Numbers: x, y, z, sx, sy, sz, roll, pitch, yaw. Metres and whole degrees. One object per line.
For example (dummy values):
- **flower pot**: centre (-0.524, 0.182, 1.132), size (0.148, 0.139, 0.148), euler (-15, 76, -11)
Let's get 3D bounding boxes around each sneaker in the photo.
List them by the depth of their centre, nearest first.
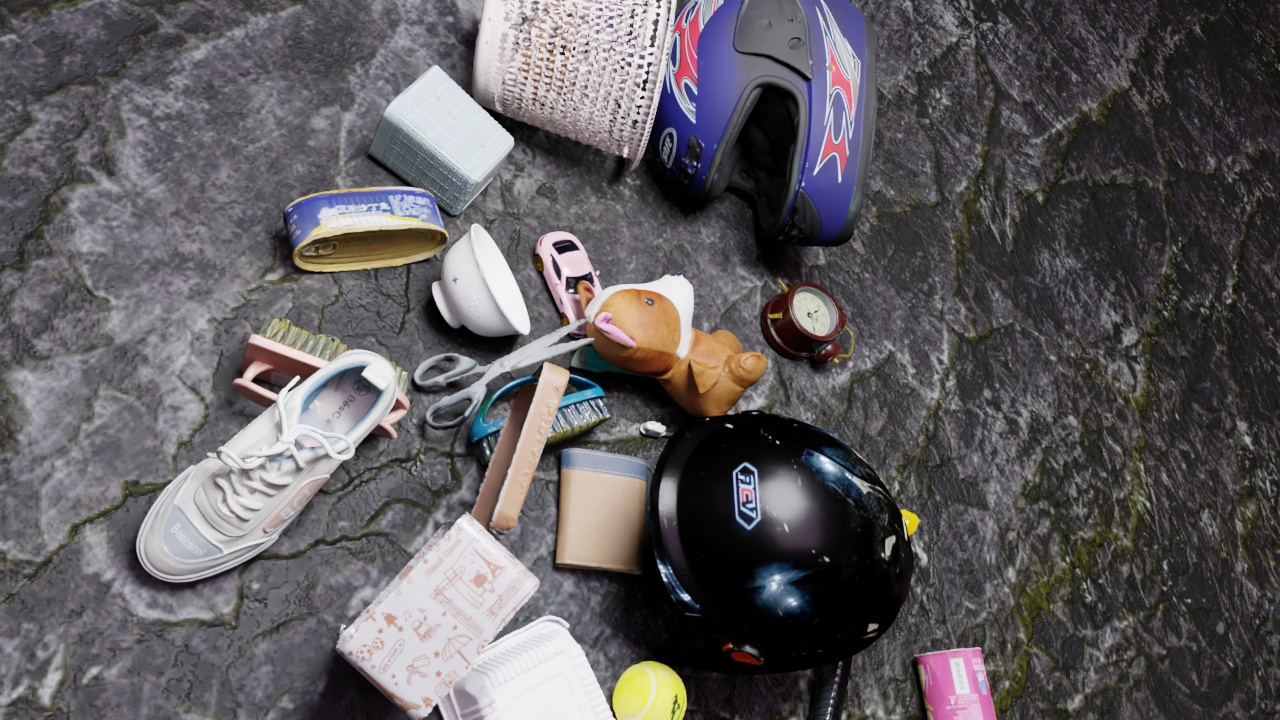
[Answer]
- **sneaker**: centre (-0.285, 0.084, 0.720), size (0.241, 0.091, 0.089), euler (-45, 103, -16)

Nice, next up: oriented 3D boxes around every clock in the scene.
- **clock**: centre (0.201, -0.042, 1.083), size (0.122, 0.055, 0.081), euler (29, 57, -14)

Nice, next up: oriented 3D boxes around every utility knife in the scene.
- **utility knife**: centre (-0.006, 0.006, 0.982), size (0.151, 0.013, 0.029), euler (9, 66, -26)

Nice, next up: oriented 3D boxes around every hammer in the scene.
- **hammer**: centre (0.214, 0.263, 0.959), size (0.128, 0.033, 0.299), euler (28, 57, -12)

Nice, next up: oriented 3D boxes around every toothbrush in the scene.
- **toothbrush**: centre (0.083, 0.090, 0.985), size (0.181, 0.018, 0.015), euler (15, 58, -22)

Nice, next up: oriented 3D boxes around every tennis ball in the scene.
- **tennis ball**: centre (0.008, 0.302, 0.815), size (0.065, 0.066, 0.065), euler (11, 62, -22)

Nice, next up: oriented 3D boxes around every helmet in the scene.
- **helmet**: centre (0.120, 0.163, 0.840), size (0.274, 0.231, 0.233), euler (44, 43, -52)
- **helmet**: centre (0.128, -0.287, 1.053), size (0.240, 0.248, 0.315), euler (5, 69, -2)

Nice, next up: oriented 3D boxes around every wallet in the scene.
- **wallet**: centre (-0.037, 0.145, 0.888), size (0.090, 0.033, 0.115), euler (10, 64, -20)

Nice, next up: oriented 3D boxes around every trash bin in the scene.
- **trash bin**: centre (-0.077, -0.337, 1.000), size (0.192, 0.228, 0.227), euler (9, 62, -9)

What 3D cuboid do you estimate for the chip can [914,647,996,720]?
- **chip can**: centre (0.335, 0.404, 0.932), size (0.071, 0.072, 0.210), euler (6, 64, -25)

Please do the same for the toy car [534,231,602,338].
- **toy car**: centre (-0.070, -0.083, 0.976), size (0.056, 0.037, 0.122), euler (-18, 77, -31)

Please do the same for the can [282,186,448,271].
- **can**: centre (-0.260, -0.126, 0.875), size (0.147, 0.075, 0.049), euler (-11, 70, -30)

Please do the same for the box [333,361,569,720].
- **box**: centre (-0.128, 0.134, 0.724), size (0.105, 0.179, 0.260), euler (42, 70, -5)

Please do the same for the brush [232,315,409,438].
- **brush**: centre (-0.275, 0.021, 0.806), size (0.145, 0.063, 0.072), euler (22, 55, -18)

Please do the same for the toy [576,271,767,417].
- **toy**: centre (0.029, -0.023, 0.930), size (0.199, 0.140, 0.130), euler (22, 96, -18)

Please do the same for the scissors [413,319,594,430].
- **scissors**: centre (-0.134, 0.002, 0.861), size (0.156, 0.014, 0.168), euler (23, 70, 23)

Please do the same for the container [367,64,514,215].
- **container**: centre (-0.202, -0.221, 0.943), size (0.111, 0.090, 0.089), euler (40, 56, -8)

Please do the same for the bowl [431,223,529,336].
- **bowl**: centre (-0.162, -0.066, 0.895), size (0.065, 0.118, 0.118), euler (-25, 77, 6)

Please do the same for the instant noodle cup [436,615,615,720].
- **instant noodle cup**: centre (-0.078, 0.313, 0.771), size (0.137, 0.060, 0.173), euler (-19, 78, -33)

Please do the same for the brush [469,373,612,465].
- **brush**: centre (-0.099, 0.049, 0.884), size (0.143, 0.055, 0.073), euler (-19, 80, -30)
